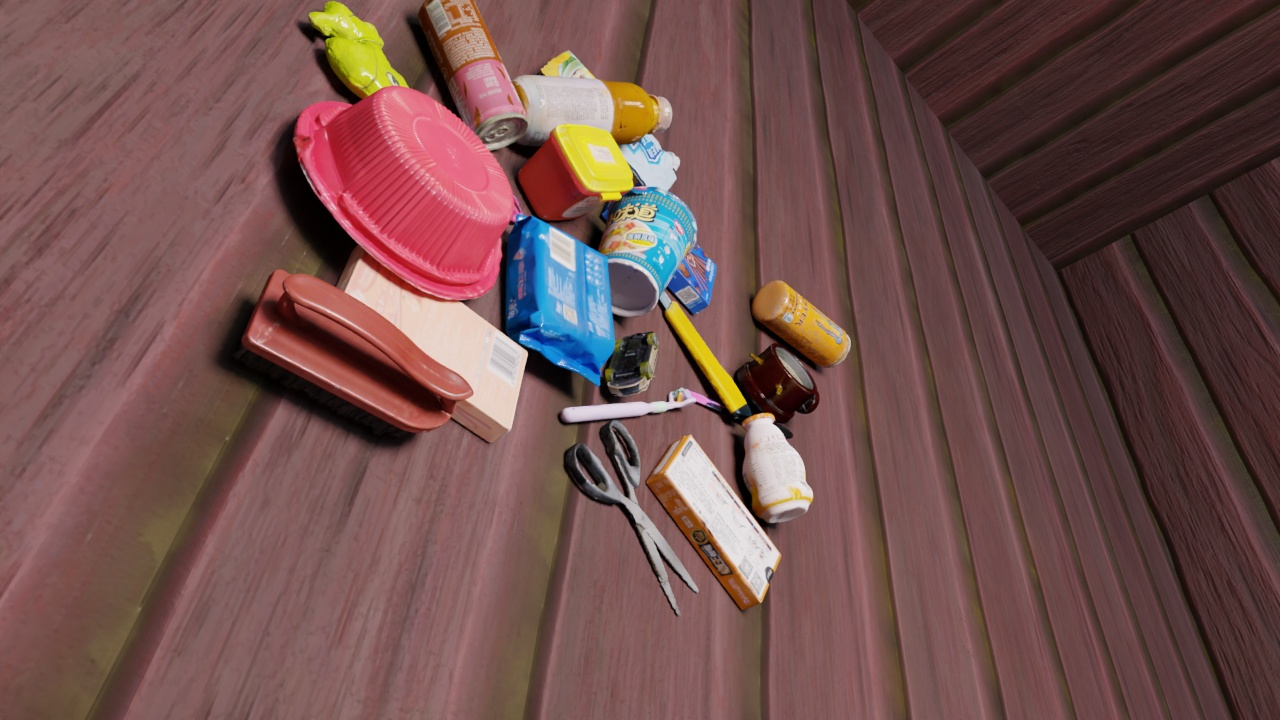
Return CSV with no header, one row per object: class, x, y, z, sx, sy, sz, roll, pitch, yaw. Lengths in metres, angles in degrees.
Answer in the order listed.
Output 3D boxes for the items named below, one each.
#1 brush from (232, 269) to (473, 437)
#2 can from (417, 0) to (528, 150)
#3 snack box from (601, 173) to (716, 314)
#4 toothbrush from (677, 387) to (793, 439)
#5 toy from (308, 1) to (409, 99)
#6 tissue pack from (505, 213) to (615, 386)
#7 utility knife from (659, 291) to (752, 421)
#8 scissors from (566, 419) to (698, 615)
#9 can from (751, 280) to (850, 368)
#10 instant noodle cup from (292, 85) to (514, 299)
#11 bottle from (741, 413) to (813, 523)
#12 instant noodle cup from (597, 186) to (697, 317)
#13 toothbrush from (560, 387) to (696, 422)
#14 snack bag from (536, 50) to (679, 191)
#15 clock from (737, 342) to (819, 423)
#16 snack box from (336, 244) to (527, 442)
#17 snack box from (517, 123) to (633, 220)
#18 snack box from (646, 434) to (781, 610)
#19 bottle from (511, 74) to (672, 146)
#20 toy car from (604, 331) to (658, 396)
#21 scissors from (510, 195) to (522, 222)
brush,-0.179,0.000,0.591,0.145,0.069,0.063,36,39,-32
can,-0.159,-0.276,0.869,0.057,0.058,0.147,-7,69,-56
snack box,0.025,-0.132,1.031,0.157,0.026,0.084,45,32,-21
toothbrush,0.103,0.060,0.993,0.189,0.018,0.014,23,45,-39
toy,-0.235,-0.253,0.770,0.096,0.031,0.100,25,40,-43
tissue pack,-0.073,-0.054,0.804,0.095,0.052,0.156,27,43,-37
utility knife,0.060,-0.014,0.986,0.193,0.015,0.033,57,31,8
scissors,-0.006,0.128,0.782,0.170,0.014,0.159,33,42,-38
can,0.208,-0.045,1.183,0.146,0.058,0.058,32,40,-36
instant noodle cup,-0.165,-0.141,0.710,0.194,0.066,0.193,42,23,-24
bottle,0.135,0.109,0.942,0.063,0.063,0.108,18,50,-47
instant noodle cup,-0.004,-0.103,0.914,0.099,0.099,0.109,44,43,-22
toothbrush,-0.009,0.042,0.842,0.188,0.029,0.021,-5,105,-55
snack bag,-0.030,-0.267,1.040,0.191,0.039,0.110,43,24,-8
clock,0.163,0.026,1.049,0.121,0.055,0.082,11,41,-54
snack box,-0.154,-0.014,0.679,0.157,0.026,0.084,39,37,-29
snack box,-0.065,-0.179,0.896,0.091,0.080,0.082,-19,78,-58
snack box,0.070,0.149,0.853,0.154,0.026,0.075,53,32,-7
bottle,-0.051,-0.256,0.947,0.189,0.068,0.068,-9,70,-36
toy car,-0.005,0.005,0.856,0.090,0.042,0.035,-74,147,-58
scissors,-0.150,-0.181,0.845,0.137,0.017,0.077,59,21,12
